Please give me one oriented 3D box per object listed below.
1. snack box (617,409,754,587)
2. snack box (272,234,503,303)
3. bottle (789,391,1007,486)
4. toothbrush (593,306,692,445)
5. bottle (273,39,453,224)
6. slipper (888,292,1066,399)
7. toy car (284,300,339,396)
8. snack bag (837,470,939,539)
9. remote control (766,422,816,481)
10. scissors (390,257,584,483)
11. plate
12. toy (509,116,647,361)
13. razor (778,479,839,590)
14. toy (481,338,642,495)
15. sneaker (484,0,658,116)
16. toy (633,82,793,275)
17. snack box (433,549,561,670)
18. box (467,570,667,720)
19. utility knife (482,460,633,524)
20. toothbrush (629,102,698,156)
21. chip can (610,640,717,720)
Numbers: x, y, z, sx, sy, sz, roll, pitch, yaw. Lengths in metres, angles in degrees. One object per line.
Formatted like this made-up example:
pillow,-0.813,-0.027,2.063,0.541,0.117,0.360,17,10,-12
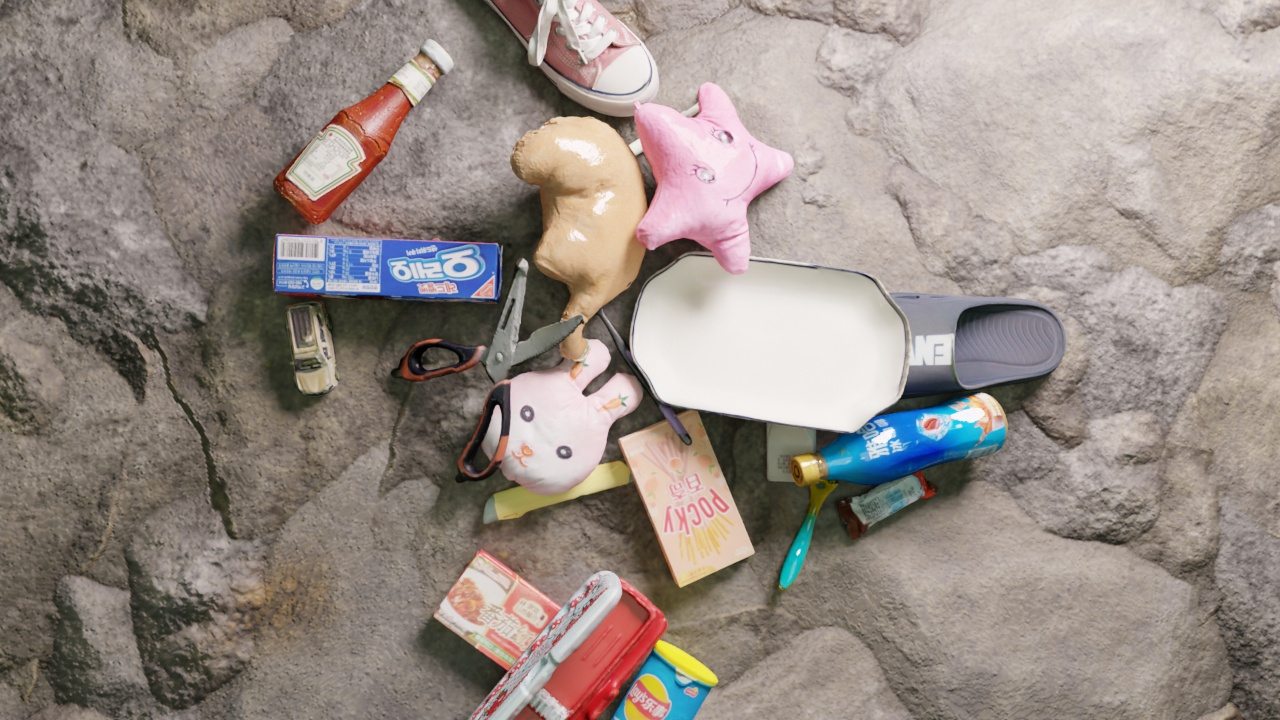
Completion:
snack box,0.045,0.135,0.908,0.084,0.026,0.157,-23,91,-11
snack box,-0.235,-0.085,0.870,0.207,0.058,0.057,1,88,-6
bottle,0.251,0.084,0.901,0.218,0.065,0.065,-12,90,-14
toothbrush,-0.005,0.005,0.901,0.014,0.017,0.189,-33,84,-15
bottle,-0.258,-0.220,0.870,0.060,0.060,0.206,42,85,-4
slipper,0.311,-0.020,0.916,0.268,0.083,0.110,-4,87,-8
toy car,-0.314,-0.011,0.872,0.042,0.035,0.090,-9,92,-5
snack bag,0.251,0.140,0.932,0.105,0.026,0.045,-28,101,-5
remote control,0.150,0.059,0.917,0.049,0.024,0.125,-1,89,22
scissors,-0.140,0.013,0.847,0.225,0.015,0.189,-14,90,26
plate,0.123,-0.017,0.889,0.266,0.034,0.162,7,77,8
toy,-0.047,-0.115,0.863,0.143,0.083,0.226,-16,100,-34
razor,0.166,0.167,0.921,0.043,0.028,0.132,18,83,20
toy,-0.077,0.052,0.888,0.121,0.054,0.159,44,79,2
sneaker,-0.078,-0.333,0.877,0.241,0.088,0.118,44,84,-3
toy,0.055,-0.176,0.872,0.178,0.075,0.194,37,66,-19
snack box,-0.118,0.259,0.891,0.153,0.025,0.075,37,86,-4
box,-0.064,0.293,0.833,0.094,0.100,0.201,42,86,-4
utility knife,-0.069,0.126,0.903,0.178,0.019,0.031,-13,94,-5
toothbrush,0.000,-0.219,0.918,0.189,0.029,0.020,-35,133,-4
chip can,-0.009,0.378,0.876,0.071,0.071,0.210,31,86,-5
